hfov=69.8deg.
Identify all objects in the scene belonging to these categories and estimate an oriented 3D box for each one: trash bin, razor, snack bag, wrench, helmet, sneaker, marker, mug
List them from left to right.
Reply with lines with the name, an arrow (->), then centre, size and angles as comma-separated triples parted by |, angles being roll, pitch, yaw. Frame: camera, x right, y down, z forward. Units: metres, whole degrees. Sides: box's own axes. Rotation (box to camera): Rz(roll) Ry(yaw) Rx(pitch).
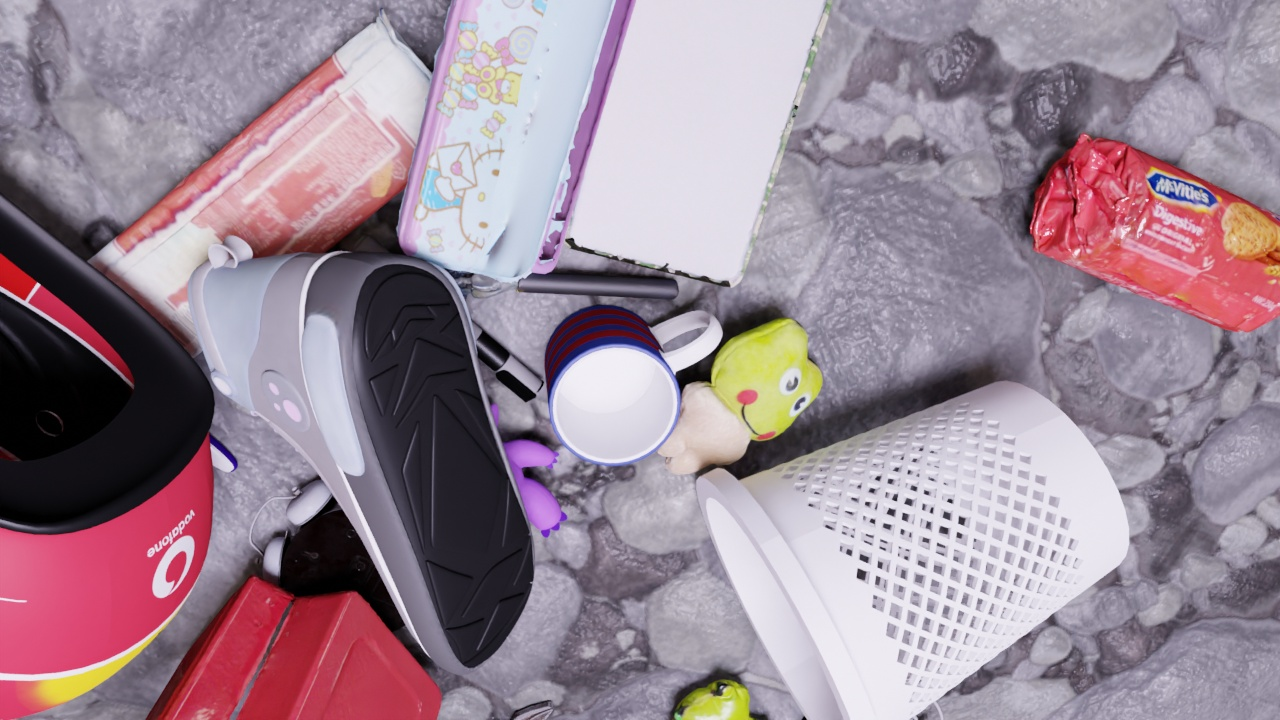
helmet -> -0.353, 0.056, 0.453 | 0.271, 0.197, 0.225 | 45, 116, -11
snack bag -> -0.201, -0.090, 0.508 | 0.225, 0.041, 0.077 | -37, 111, 5
sneaker -> -0.156, 0.055, 0.505 | 0.161, 0.092, 0.257 | 10, 126, 29
marker -> -0.115, -0.025, 0.555 | 0.140, 0.016, 0.016 | 42, 100, -19
wrench -> -0.106, 0.377, 0.703 | 0.070, 0.010, 0.274 | 20, 104, -12
razor -> -0.047, -0.046, 0.550 | 0.144, 0.022, 0.043 | 1, 90, -11
mug -> -0.003, 0.003, 0.549 | 0.112, 0.076, 0.075 | -32, 111, 5
trash bin -> 0.169, 0.115, 0.567 | 0.199, 0.195, 0.195 | -26, 112, -8
snack bag -> 0.325, -0.073, 0.565 | 0.176, 0.082, 0.082 | 19, 107, -13

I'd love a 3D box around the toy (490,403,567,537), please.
toy -> -0.102, 0.078, 0.576 | 0.106, 0.056, 0.088 | -31, 109, -9

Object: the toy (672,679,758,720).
toy -> 0.061, 0.276, 0.682 | 0.093, 0.036, 0.094 | 21, 113, -20

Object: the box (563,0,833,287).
box -> 0.030, -0.150, 0.513 | 0.117, 0.050, 0.206 | 11, 109, -14

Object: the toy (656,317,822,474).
toy -> 0.060, 0.028, 0.571 | 0.118, 0.043, 0.092 | -36, 141, -2

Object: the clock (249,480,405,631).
clock -> -0.189, 0.125, 0.592 | 0.122, 0.035, 0.095 | 27, 105, -15

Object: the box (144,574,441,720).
box -> -0.206, 0.233, 0.536 | 0.165, 0.156, 0.152 | 31, 127, -13

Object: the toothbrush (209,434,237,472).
toothbrush -> -0.311, 0.003, 0.540 | 0.015, 0.016, 0.186 | -38, 110, 7

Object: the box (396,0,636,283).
box -> -0.066, -0.151, 0.460 | 0.092, 0.089, 0.214 | 6, 113, -35

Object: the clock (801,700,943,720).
clock -> 0.173, 0.291, 0.698 | 0.121, 0.042, 0.091 | -35, 111, 6
